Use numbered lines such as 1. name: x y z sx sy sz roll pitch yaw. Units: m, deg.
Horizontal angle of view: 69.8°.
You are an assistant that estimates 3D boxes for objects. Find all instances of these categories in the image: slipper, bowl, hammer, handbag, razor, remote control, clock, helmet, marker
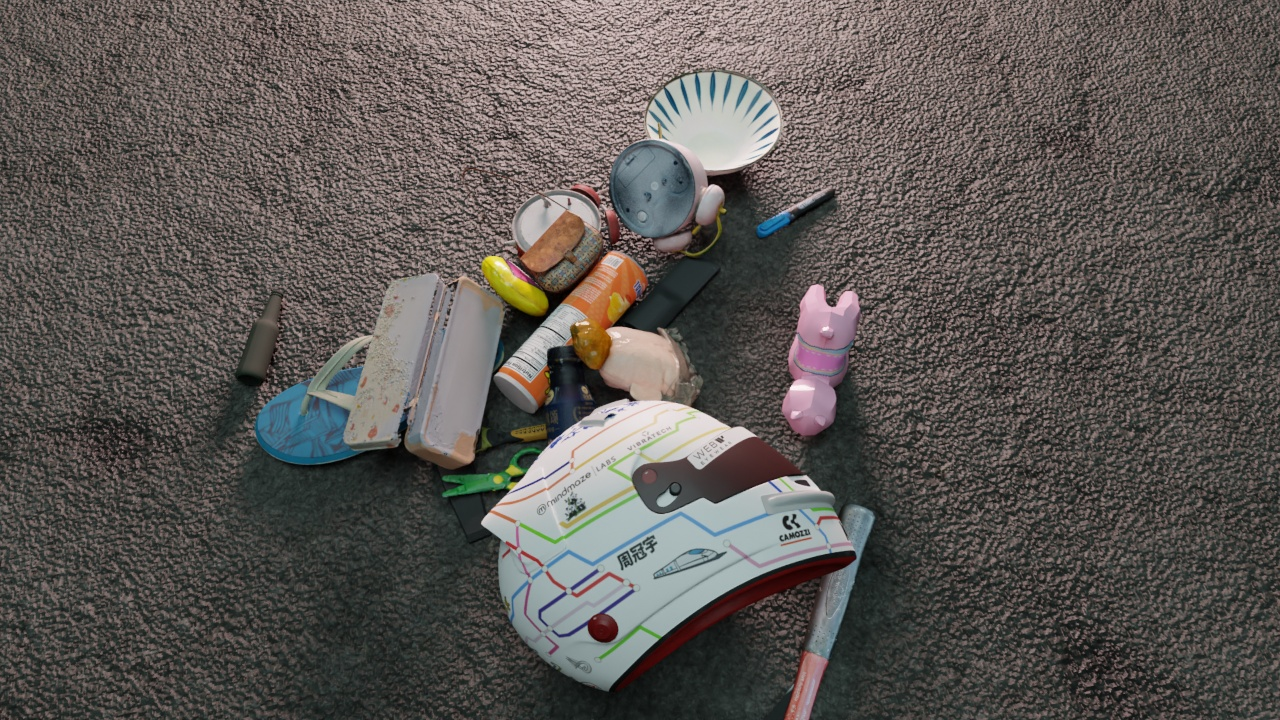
1. slipper: -0.295 0.029 1.043 0.294 0.060 0.118 -26 67 -13
2. bowl: 0.094 -0.292 1.199 0.177 0.071 0.177 -1 60 1
3. hammer: 0.161 0.286 0.897 0.140 0.036 0.325 20 63 11
4. handbag: -0.136 -0.168 1.083 0.196 0.043 0.093 42 85 8
5. razor: -0.121 0.081 1.028 0.144 0.021 0.044 -9 43 -2
6. remote control: 0.038 -0.081 1.113 0.045 0.021 0.140 36 66 19
7. clock: 0.037 -0.197 1.118 0.158 0.117 0.058 51 33 6
8. remote control: -0.195 0.139 1.004 0.039 0.010 0.124 -21 63 -9
9. helmet: 0.013 0.152 0.861 0.314 0.231 0.236 -27 70 -5
10. marker: 0.199 -0.191 1.171 0.122 0.015 0.018 -30 63 -16
11. clock: -0.086 -0.169 1.143 0.156 0.062 0.110 -33 64 -16

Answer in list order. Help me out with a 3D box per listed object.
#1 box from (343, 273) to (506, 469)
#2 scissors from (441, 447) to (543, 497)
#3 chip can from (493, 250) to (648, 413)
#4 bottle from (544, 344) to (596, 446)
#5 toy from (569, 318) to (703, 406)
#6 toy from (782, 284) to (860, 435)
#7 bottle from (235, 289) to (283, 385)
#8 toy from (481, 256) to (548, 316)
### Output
1. box: -0.237 0.011 1.017 0.121 0.095 0.216 29 54 -33
2. scissors: -0.153 0.141 0.994 0.131 0.013 0.078 -14 63 -16
3. chip can: -0.078 -0.036 1.067 0.062 0.062 0.210 33 67 19
4. bottle: -0.075 0.064 0.992 0.056 0.056 0.160 -6 81 -1
5. toy: -0.006 0.006 1.009 0.175 0.076 0.132 24 28 -27
6. toy: 0.198 0.000 1.013 0.067 0.123 0.157 12 46 9
7. bottle: -0.450 -0.030 1.097 0.033 0.033 0.122 3 60 4
8. toy: -0.149 -0.087 1.084 0.095 0.094 0.041 40 90 -2
